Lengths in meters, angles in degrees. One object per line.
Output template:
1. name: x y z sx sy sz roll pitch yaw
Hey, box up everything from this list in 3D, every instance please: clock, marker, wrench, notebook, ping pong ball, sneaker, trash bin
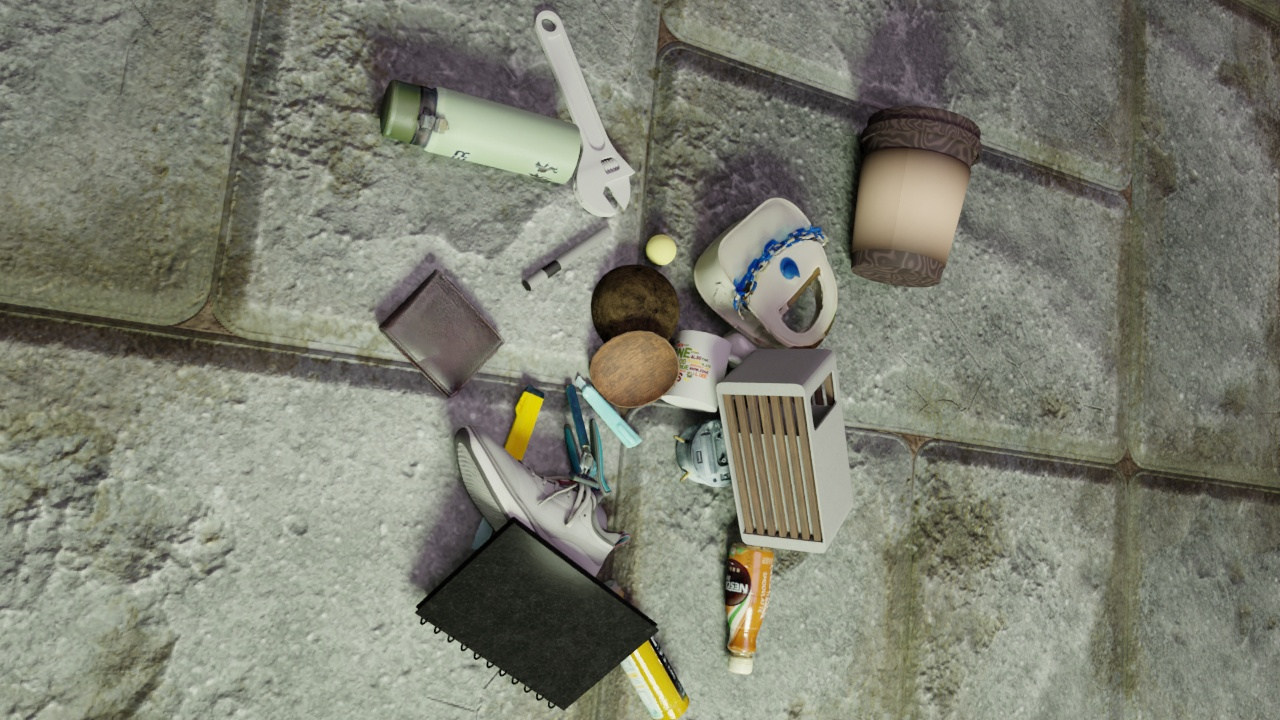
1. clock: 0.106 0.121 1.220 0.129 0.052 0.090 -7 88 -27
2. marker: -0.091 -0.131 1.164 0.140 0.016 0.016 -38 102 -25
3. wrench: -0.083 -0.317 1.186 0.086 0.018 0.273 -25 95 -25
4. notebook: -0.118 0.298 1.050 0.169 0.019 0.231 -43 113 12
5. ping pong ball: 0.027 -0.146 1.211 0.040 0.040 0.040 3 84 -27
6. sneaker: -0.112 0.163 1.074 0.128 0.097 0.263 -43 113 -25
7. trash bin: 0.189 0.112 1.175 0.114 0.115 0.229 -37 122 -53

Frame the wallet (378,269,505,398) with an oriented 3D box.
1. wallet: -0.232 -0.030 1.077 0.120 0.031 0.099 47 70 -18

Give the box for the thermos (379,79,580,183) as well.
1. thermos: -0.190 -0.271 1.089 0.231 0.082 0.082 9 81 -26

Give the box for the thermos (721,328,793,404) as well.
1. thermos: 0.179 0.057 1.263 0.052 0.052 0.224 -35 101 -25

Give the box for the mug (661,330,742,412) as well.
1. mug: 0.088 0.018 1.202 0.105 0.073 0.089 16 78 -9

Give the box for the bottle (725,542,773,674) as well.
1. bottle: 0.140 0.326 1.214 0.059 0.059 0.167 11 80 -26

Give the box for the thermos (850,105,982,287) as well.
1. thermos: 0.392 -0.232 1.342 0.172 0.173 0.226 14 85 -25

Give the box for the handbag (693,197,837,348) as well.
1. handbag: 0.188 -0.107 1.234 0.199 0.093 0.200 46 58 -4

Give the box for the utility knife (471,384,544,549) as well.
1. utility knife: -0.161 0.128 1.103 0.030 0.018 0.206 23 76 -19

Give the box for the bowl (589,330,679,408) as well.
1. bowl: -0.007 0.007 1.166 0.114 0.026 0.102 -28 111 14

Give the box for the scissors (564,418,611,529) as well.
1. scissors: -0.060 0.143 1.153 0.132 0.019 0.148 39 69 -18

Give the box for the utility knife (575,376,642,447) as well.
1. utility knife: -0.043 0.066 1.171 0.022 0.015 0.119 -43 104 -8

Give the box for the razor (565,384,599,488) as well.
1. razor: -0.074 0.086 1.110 0.042 0.022 0.143 25 39 -40

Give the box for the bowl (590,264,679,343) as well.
1. bowl: 0.003 -0.068 1.183 0.121 0.056 0.121 3 84 -27

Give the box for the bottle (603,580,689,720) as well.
1. bottle: -0.004 0.361 1.142 0.053 0.053 0.186 -33 99 -26
